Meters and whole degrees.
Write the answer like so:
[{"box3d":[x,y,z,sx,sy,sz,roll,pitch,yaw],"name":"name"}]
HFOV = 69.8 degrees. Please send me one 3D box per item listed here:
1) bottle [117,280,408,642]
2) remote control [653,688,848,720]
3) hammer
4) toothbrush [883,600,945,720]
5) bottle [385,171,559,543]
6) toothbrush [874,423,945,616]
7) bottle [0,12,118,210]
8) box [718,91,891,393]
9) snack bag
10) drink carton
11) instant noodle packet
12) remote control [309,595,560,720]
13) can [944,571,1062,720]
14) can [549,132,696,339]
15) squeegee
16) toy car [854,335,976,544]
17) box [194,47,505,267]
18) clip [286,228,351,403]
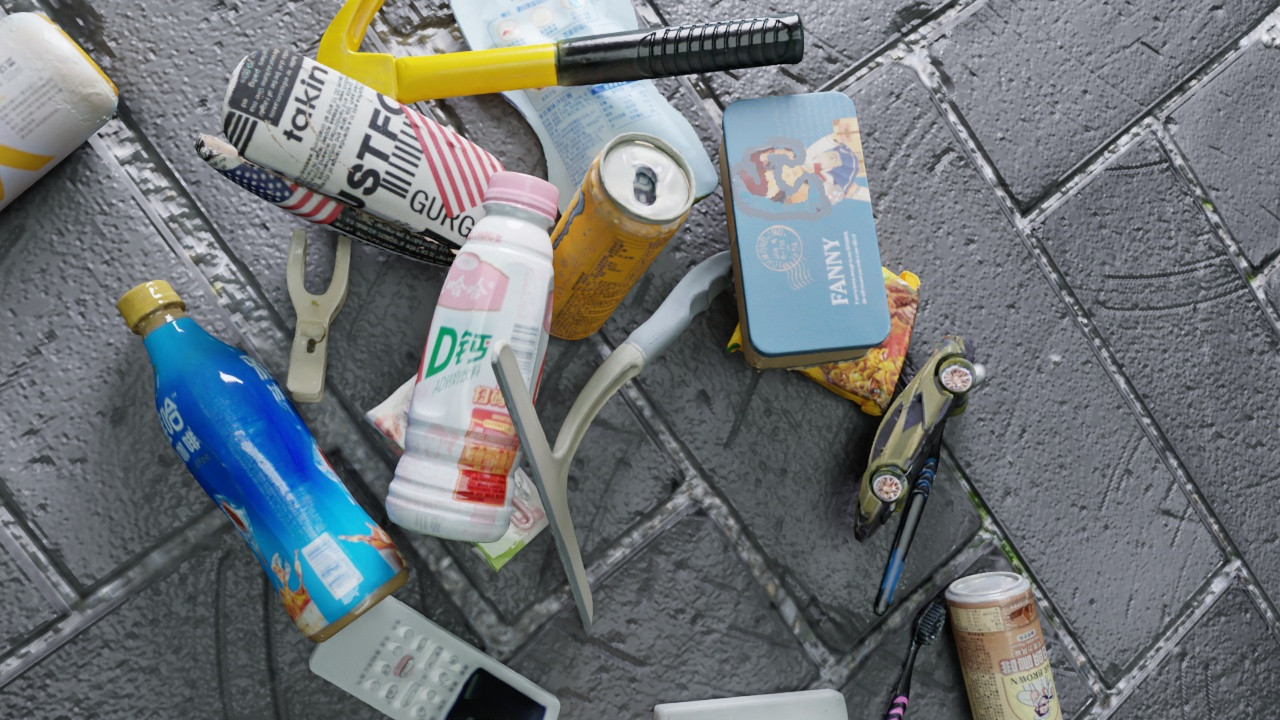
[{"box3d":[-0.215,0.051,0.509,0.065,0.065,0.218,-36,87,-17],"name":"bottle"},{"box3d":[0.074,0.251,0.605,0.135,0.019,0.056,0,85,-17],"name":"remote control"},{"box3d":[-0.050,-0.184,0.565,0.300,0.033,0.129,-7,90,-3],"name":"hammer"},{"box3d":[0.174,0.257,0.637,0.014,0.018,0.189,27,79,-15],"name":"toothbrush"},{"box3d":[-0.085,-0.003,0.502,0.068,0.068,0.197,13,85,-15],"name":"bottle"},{"box3d":[0.203,0.094,0.661,0.014,0.016,0.189,23,80,-6],"name":"toothbrush"},{"box3d":[-0.367,-0.101,0.479,0.068,0.068,0.189,44,75,-9],"name":"bottle"},{"box3d":[0.100,-0.074,0.579,0.090,0.062,0.184,-8,74,0],"name":"box"},{"box3d":[-0.035,-0.174,0.600,0.110,0.039,0.191,-28,92,-2],"name":"snack bag"},{"box3d":[-0.107,0.064,0.554,0.053,0.046,0.122,-40,97,-17],"name":"drink carton"},{"box3d":[0.129,-0.034,0.636,0.128,0.044,0.110,23,75,-13],"name":"instant noodle packet"},{"box3d":[-0.121,0.195,0.551,0.150,0.021,0.058,35,77,-10],"name":"remote control"},{"box3d":[0.255,0.212,0.643,0.058,0.059,0.116,-12,89,-17],"name":"can"},{"box3d":[-0.022,-0.067,0.535,0.058,0.146,0.058,10,63,-20],"name":"can"},{"box3d":[-0.003,0.003,0.571,0.039,0.247,0.245,18,52,26],"name":"squeegee"},{"box3d":[0.184,0.053,0.627,0.042,0.070,0.158,29,80,21],"name":"toy car"},{"box3d":[-0.159,-0.104,0.517,0.162,0.087,0.075,21,76,-37],"name":"box"},{"box3d":[-0.191,-0.026,0.541,0.034,0.072,0.100,4,78,-18],"name":"clip"}]
